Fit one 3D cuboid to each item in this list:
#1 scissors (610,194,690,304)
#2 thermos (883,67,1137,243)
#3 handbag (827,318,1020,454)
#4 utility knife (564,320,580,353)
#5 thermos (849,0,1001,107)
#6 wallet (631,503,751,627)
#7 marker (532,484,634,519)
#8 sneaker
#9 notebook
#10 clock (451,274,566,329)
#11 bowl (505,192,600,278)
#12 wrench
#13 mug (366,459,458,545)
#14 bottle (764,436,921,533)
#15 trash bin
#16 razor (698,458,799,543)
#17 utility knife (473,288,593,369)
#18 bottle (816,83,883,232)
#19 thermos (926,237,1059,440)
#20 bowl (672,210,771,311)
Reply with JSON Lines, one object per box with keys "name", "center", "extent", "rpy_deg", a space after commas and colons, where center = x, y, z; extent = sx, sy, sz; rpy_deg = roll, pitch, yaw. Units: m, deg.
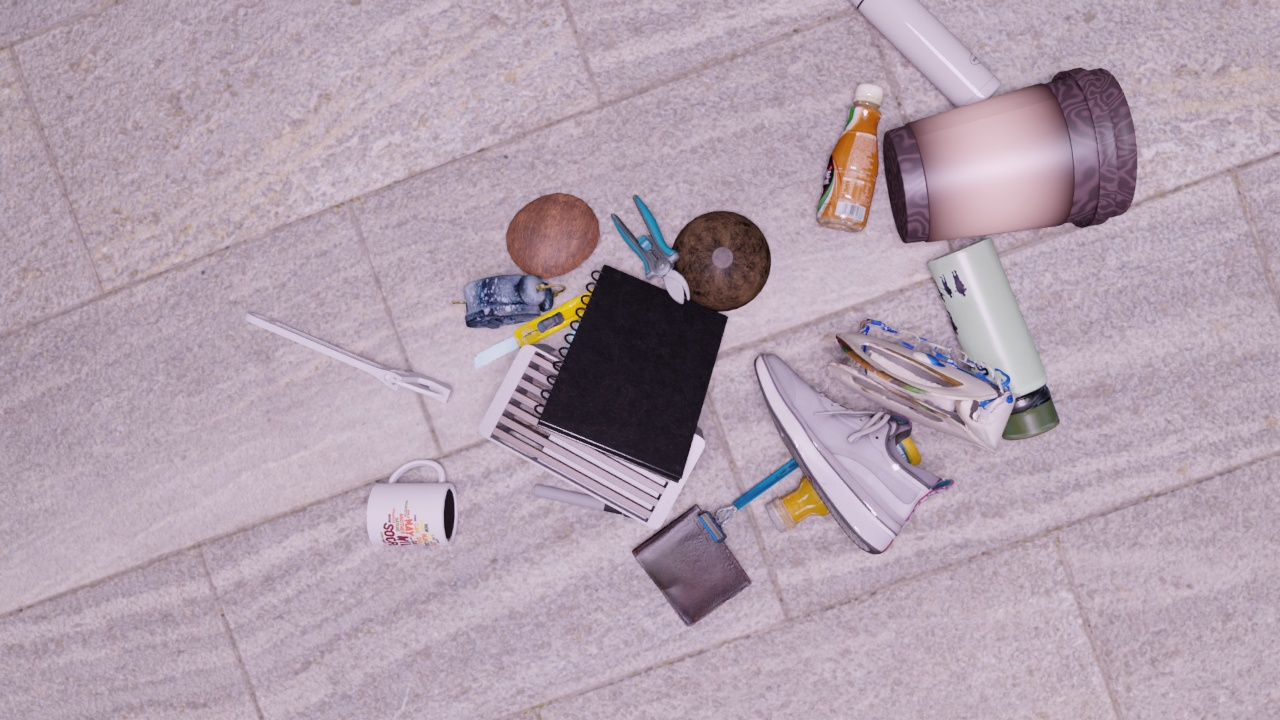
{"name": "scissors", "center": [0.010, -0.129, 1.081], "extent": [0.148, 0.019, 0.132], "rpy_deg": [9, 88, 26]}
{"name": "thermos", "center": [0.396, -0.215, 1.013], "extent": [0.226, 0.172, 0.172], "rpy_deg": [-11, 91, 9]}
{"name": "handbag", "center": [0.298, 0.019, 0.990], "extent": [0.201, 0.199, 0.093], "rpy_deg": [27, 96, 37]}
{"name": "utility knife", "center": [-0.054, -0.056, 1.097], "extent": [0.022, 0.015, 0.120], "rpy_deg": [38, 93, -5]}
{"name": "thermos", "center": [0.318, -0.379, 1.061], "extent": [0.224, 0.052, 0.052], "rpy_deg": [45, 93, 1]}
{"name": "wallet", "center": [0.062, 0.248, 1.109], "extent": [0.099, 0.031, 0.120], "rpy_deg": [-36, 96, 2]}
{"name": "marker", "center": [-0.062, 0.172, 1.117], "extent": [0.140, 0.016, 0.016], "rpy_deg": [12, 92, 2]}
{"name": "sneaker", "center": [0.229, 0.079, 1.031], "extent": [0.128, 0.097, 0.263], "rpy_deg": [-34, 65, -1]}
{"name": "notebook", "center": [-0.006, 0.006, 1.016], "extent": [0.169, 0.019, 0.230], "rpy_deg": [23, 53, -4]}
{"name": "clock", "center": [-0.150, -0.070, 1.078], "extent": [0.129, 0.090, 0.052], "rpy_deg": [-9, 86, 6]}
{"name": "bowl", "center": [-0.105, -0.153, 1.089], "extent": [0.114, 0.026, 0.102], "rpy_deg": [-35, 78, -8]}
{"name": "wrench", "center": [-0.353, -0.006, 1.108], "extent": [0.273, 0.086, 0.018], "rpy_deg": [21, 93, 12]}
{"name": "mug", "center": [-0.271, 0.171, 1.105], "extent": [0.089, 0.073, 0.105], "rpy_deg": [-1, 66, 3]}
{"name": "bottle", "center": [0.236, 0.142, 1.082], "extent": [0.186, 0.053, 0.053], "rpy_deg": [-30, 90, 3]}
{"name": "trash bin", "center": [-0.052, 0.082, 1.064], "extent": [0.229, 0.114, 0.114], "rpy_deg": [28, 93, 2]}
{"name": "razor", "center": [0.136, 0.160, 1.099], "extent": [0.144, 0.022, 0.042], "rpy_deg": [-36, 97, -8]}
{"name": "utility knife", "center": [-0.113, -0.042, 1.115], "extent": [0.207, 0.018, 0.030], "rpy_deg": [-28, 81, 6]}
{"name": "bottle", "center": [0.249, -0.235, 1.066], "extent": [0.059, 0.059, 0.167], "rpy_deg": [12, 92, 2]}
{"name": "thermos", "center": [0.412, -0.022, 1.059], "extent": [0.082, 0.082, 0.231], "rpy_deg": [-23, 90, 3]}
{"name": "bowl", "center": [0.095, -0.118, 1.079], "extent": [0.121, 0.056, 0.121], "rpy_deg": [0, 92, 3]}
